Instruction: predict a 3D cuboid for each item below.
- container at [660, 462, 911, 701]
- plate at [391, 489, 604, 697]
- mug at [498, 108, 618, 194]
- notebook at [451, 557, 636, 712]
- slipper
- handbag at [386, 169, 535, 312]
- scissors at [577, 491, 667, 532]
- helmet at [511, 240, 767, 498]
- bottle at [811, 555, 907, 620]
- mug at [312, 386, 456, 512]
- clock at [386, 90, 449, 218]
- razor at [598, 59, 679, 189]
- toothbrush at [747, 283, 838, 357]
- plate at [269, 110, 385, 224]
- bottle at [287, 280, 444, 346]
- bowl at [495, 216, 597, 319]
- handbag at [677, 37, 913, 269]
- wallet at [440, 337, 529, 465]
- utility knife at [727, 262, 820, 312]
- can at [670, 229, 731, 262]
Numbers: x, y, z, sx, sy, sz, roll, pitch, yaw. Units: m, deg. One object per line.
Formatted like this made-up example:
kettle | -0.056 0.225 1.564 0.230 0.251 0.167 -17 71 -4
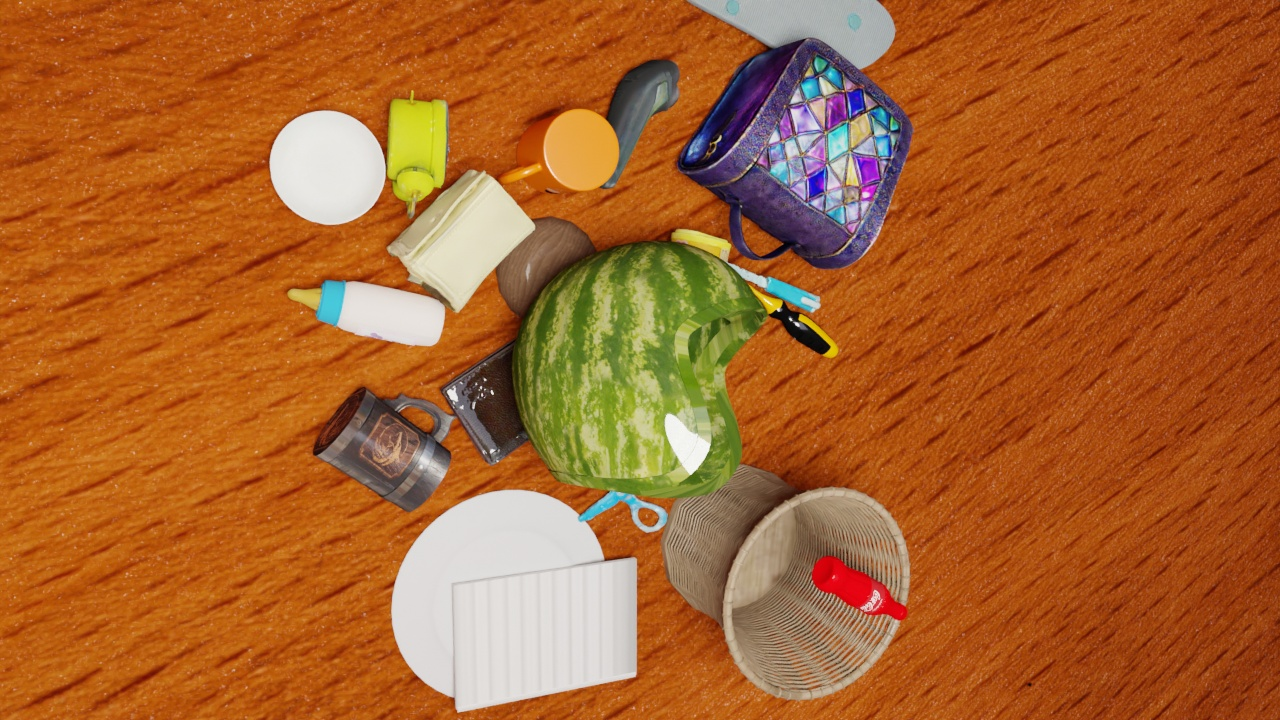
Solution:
container | 0.149 0.228 1.029 0.226 0.196 0.227 -3 99 -23
plate | -0.148 0.262 1.006 0.242 0.016 0.242 -3 99 -23
mug | -0.090 -0.201 0.918 0.112 0.096 0.078 -26 107 -18
notebook | -0.102 0.301 1.016 0.209 0.009 0.142 -3 99 -23
slipper | 0.153 -0.389 1.028 0.268 0.055 0.098 16 94 -13
handbag | -0.178 -0.118 0.885 0.119 0.111 0.081 -48 124 -9
scissors | -0.011 0.139 1.045 0.134 0.011 0.137 28 91 -25
helmet | -0.005 0.005 0.895 0.243 0.213 0.247 5 81 19
bottle | 0.227 0.236 0.934 0.119 0.036 0.036 31 85 -24
mug | -0.245 0.075 0.911 0.107 0.080 0.115 40 55 -24
clock | -0.212 -0.195 0.875 0.057 0.083 0.119 2 94 -18
razor | -0.006 -0.250 0.976 0.067 0.054 0.151 21 94 -34
toothbrush | 0.162 -0.061 1.086 0.196 0.031 0.030 35 52 -19
plate | -0.293 -0.181 0.866 0.104 0.026 0.104 -1 99 -7
bottle | -0.266 -0.049 0.891 0.146 0.051 0.051 12 93 -24
bowl | -0.092 -0.093 0.970 0.117 0.030 0.118 -3 99 -23
handbag | 0.166 -0.213 1.009 0.204 0.126 0.222 30 83 -26
wallet | -0.136 0.039 0.968 0.119 0.031 0.099 -34 106 -20
utility knife | 0.154 -0.087 1.053 0.180 0.015 0.022 19 93 -44
can | 0.058 -0.088 1.015 0.067 0.068 0.105 10 94 -24
